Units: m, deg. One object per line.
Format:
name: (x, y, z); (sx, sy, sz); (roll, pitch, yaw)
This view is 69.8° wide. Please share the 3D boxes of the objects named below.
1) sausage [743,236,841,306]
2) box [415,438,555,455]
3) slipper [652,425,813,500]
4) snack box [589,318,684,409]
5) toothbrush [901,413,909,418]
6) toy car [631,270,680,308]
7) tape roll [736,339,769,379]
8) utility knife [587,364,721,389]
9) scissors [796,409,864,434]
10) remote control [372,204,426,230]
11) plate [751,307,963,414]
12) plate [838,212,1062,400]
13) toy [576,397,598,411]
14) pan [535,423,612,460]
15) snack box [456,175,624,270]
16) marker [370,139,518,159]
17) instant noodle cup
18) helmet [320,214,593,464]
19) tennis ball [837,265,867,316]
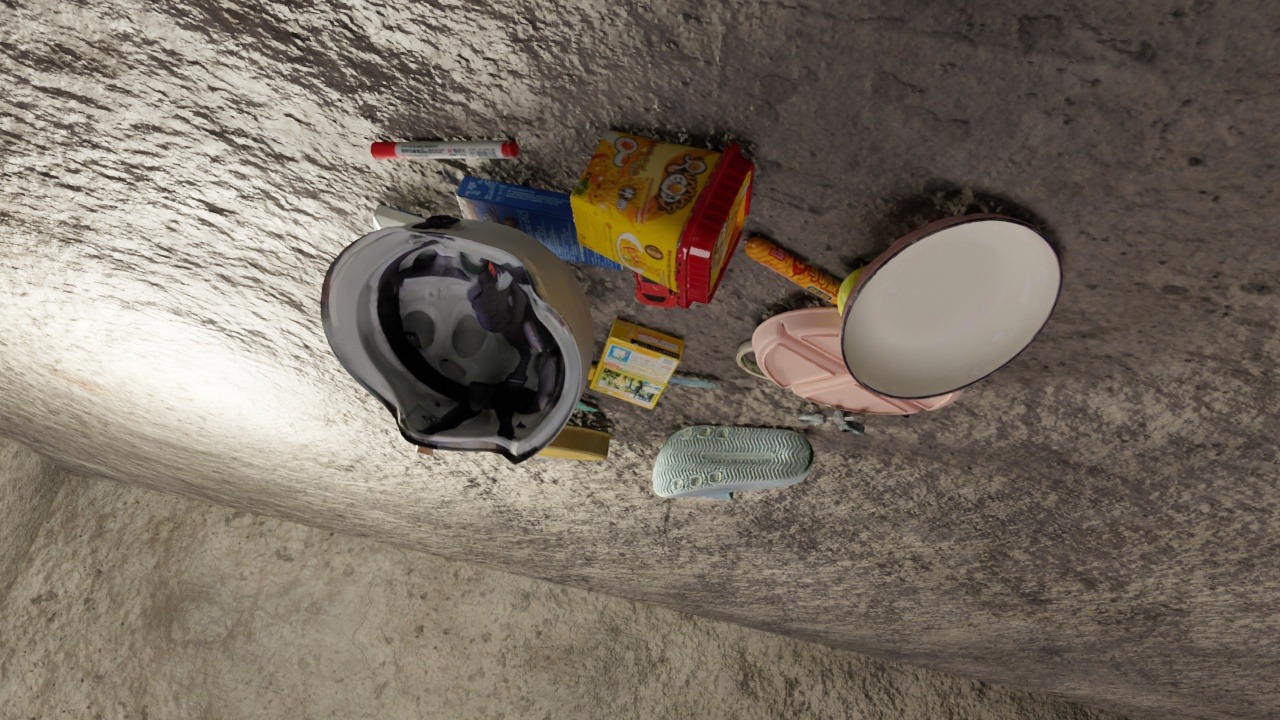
sausage: (0.161, -0.077, 0.866); (0.165, 0.021, 0.022); (25, 155, -25)
box: (-0.184, 0.005, 1.046); (0.270, 0.179, 0.136); (-12, 146, 43)
slipper: (0.130, 0.147, 1.300); (0.246, 0.103, 0.074); (-7, 152, 28)
snack box: (-0.007, 0.007, 1.115); (0.087, 0.033, 0.141); (18, 148, -4)
toothbrush: (0.283, 0.032, 1.056); (0.014, 0.016, 0.189); (10, 160, 35)
toy car: (0.016, -0.085, 0.920); (0.049, 0.031, 0.106); (10, 155, 7)
tape roll: (0.153, 0.000, 1.056); (0.086, 0.013, 0.086); (12, 157, 5)
utility knife: (-0.004, 0.020, 1.186); (0.223, 0.015, 0.033); (6, 155, 18)
scissors: (0.245, 0.072, 1.120); (0.164, 0.014, 0.164); (20, 170, -37)
remote control: (-0.218, -0.128, 0.961); (0.125, 0.024, 0.049); (15, 157, -5)
plate: (0.229, 0.008, 0.967); (0.229, 0.028, 0.230); (13, 158, 5)
plate: (0.255, -0.048, 0.777); (0.192, 0.039, 0.193); (-7, 132, -8)
toy: (-0.112, 0.061, 1.323); (0.096, 0.030, 0.092); (16, 160, -13)
pan: (-0.208, 0.088, 1.363); (0.356, 0.078, 0.198); (13, 168, -30)
snack box: (-0.091, -0.130, 0.879); (0.157, 0.026, 0.085); (11, 157, 6)
marker: (-0.175, -0.187, 0.812); (0.145, 0.017, 0.017); (4, 155, 21)
instant noodle cup: (0.016, -0.122, 0.748); (0.124, 0.116, 0.116); (21, 158, 12)
helmet: (-0.155, -0.038, 0.875); (0.259, 0.145, 0.229); (14, 118, 18)
tennis ball: (0.212, -0.054, 0.834); (0.065, 0.065, 0.065); (12, 157, 5)
